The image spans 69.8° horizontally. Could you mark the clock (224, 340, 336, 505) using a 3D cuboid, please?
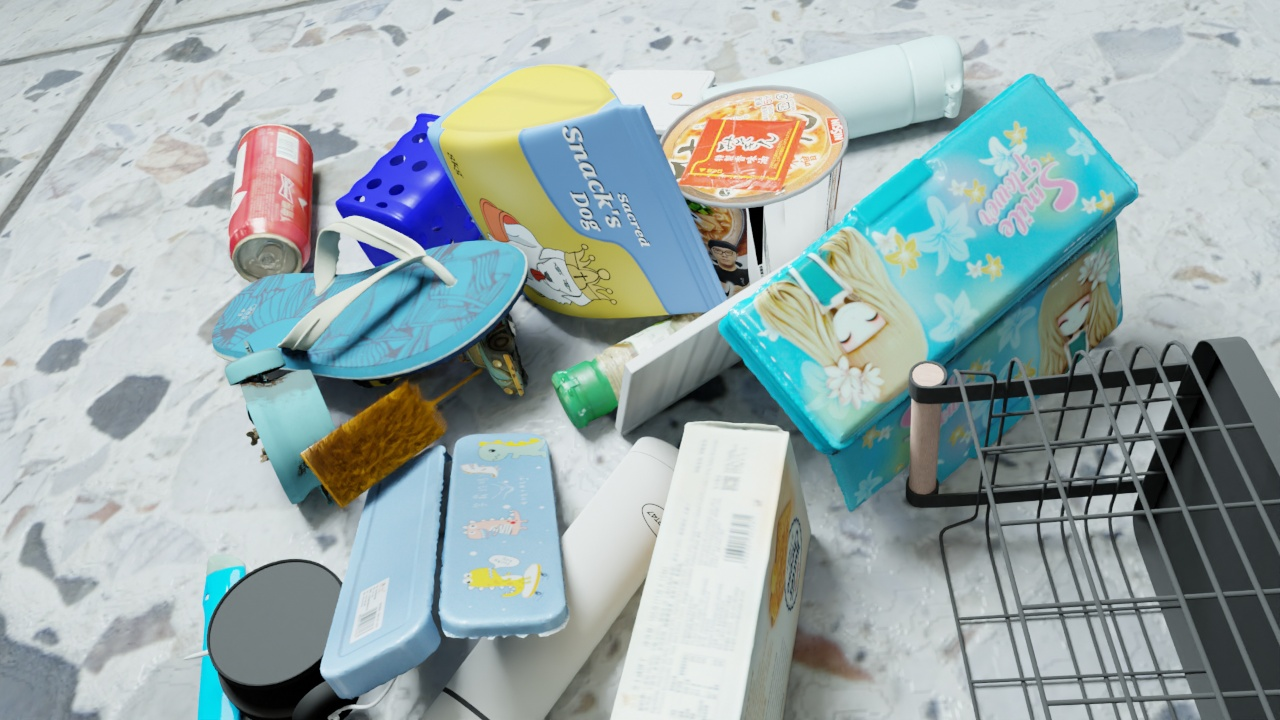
[{"bbox_3d":[-0.241,0.038,0.625,0.053,0.090,0.124,-23,65,-20],"label":"clock"}]

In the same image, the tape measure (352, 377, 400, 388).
[{"bbox_3d":[-0.199,-0.013,0.692,0.062,0.038,0.067,-41,53,-19],"label":"tape measure"}]

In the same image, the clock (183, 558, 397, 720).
[{"bbox_3d":[-0.192,0.162,0.530,0.121,0.043,0.091,13,50,14],"label":"clock"}]

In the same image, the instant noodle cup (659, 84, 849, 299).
[{"bbox_3d":[0.083,-0.102,0.633,0.124,0.122,0.123,-8,49,9],"label":"instant noodle cup"}]

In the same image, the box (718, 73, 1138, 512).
[{"bbox_3d":[0.177,-0.023,0.502,0.227,0.182,0.072,-38,17,-11],"label":"box"}]

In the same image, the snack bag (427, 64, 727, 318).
[{"bbox_3d":[-0.032,-0.108,0.619,0.102,0.159,0.205,-42,36,-21],"label":"snack bag"}]

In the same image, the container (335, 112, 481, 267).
[{"bbox_3d":[-0.174,-0.131,0.756,0.084,0.085,0.113,18,58,29],"label":"container"}]

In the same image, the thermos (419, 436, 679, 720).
[{"bbox_3d":[-0.044,0.140,0.508,0.052,0.052,0.223,23,60,30],"label":"thermos"}]

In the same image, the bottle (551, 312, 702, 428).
[{"bbox_3d":[-0.004,0.004,0.621,0.111,0.043,0.043,-27,49,-9],"label":"bottle"}]

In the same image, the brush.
[{"bbox_3d":[-0.154,0.040,0.598,0.126,0.017,0.048,-38,91,-30],"label":"brush"}]

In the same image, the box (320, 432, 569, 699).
[{"bbox_3d":[-0.108,0.098,0.524,0.127,0.034,0.209,-18,23,-2],"label":"box"}]

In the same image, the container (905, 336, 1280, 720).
[{"bbox_3d":[0.197,0.119,0.385,0.130,0.163,0.240,-7,49,10],"label":"container"}]

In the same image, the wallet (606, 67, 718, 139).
[{"bbox_3d":[0.014,-0.232,0.823,0.118,0.037,0.115,10,54,27],"label":"wallet"}]

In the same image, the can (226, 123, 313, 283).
[{"bbox_3d":[-0.328,-0.141,0.818,0.067,0.067,0.170,-18,48,0],"label":"can"}]

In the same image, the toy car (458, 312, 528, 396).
[{"bbox_3d":[-0.114,-0.018,0.667,0.047,0.047,0.111,-20,47,-3],"label":"toy car"}]

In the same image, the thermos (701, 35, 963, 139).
[{"bbox_3d":[0.157,-0.211,0.745,0.207,0.065,0.077,-12,50,5],"label":"thermos"}]

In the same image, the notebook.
[{"bbox_3d":[0.076,-0.028,0.567,0.209,0.143,0.009,-32,77,-12],"label":"notebook"}]

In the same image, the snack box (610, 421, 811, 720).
[{"bbox_3d":[0.038,0.144,0.450,0.057,0.104,0.207,2,51,20],"label":"snack box"}]

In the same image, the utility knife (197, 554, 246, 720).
[{"bbox_3d":[-0.252,0.191,0.548,0.031,0.015,0.174,-18,50,3],"label":"utility knife"}]

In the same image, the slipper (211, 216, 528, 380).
[{"bbox_3d":[-0.215,-0.044,0.654,0.295,0.060,0.118,-1,57,30],"label":"slipper"}]
